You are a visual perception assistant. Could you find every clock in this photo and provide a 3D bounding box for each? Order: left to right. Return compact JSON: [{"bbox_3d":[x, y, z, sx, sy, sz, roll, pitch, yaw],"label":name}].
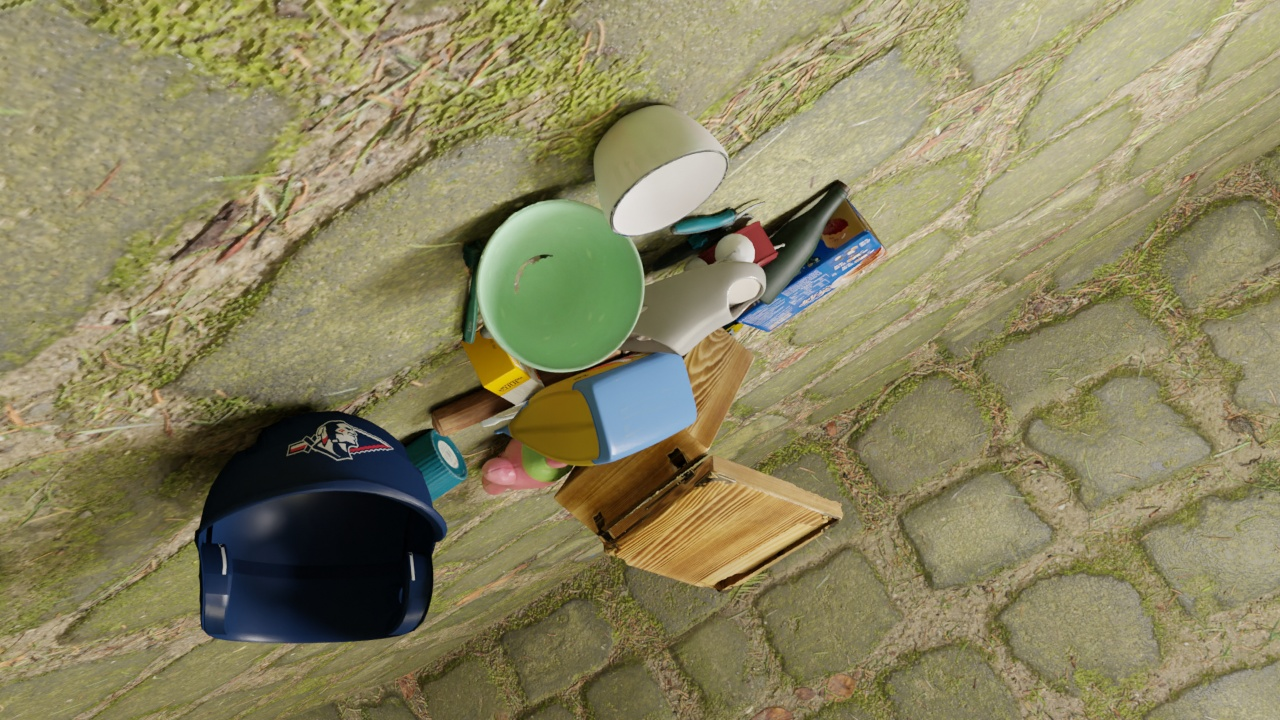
[{"bbox_3d":[0.105,-0.117,1.073,0.096,0.048,0.137,-31,179,38],"label":"clock"}]

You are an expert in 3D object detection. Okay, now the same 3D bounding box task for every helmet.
[{"bbox_3d":[-0.315,0.156,0.920,0.232,0.222,0.273,9,155,-27],"label":"helmet"}]

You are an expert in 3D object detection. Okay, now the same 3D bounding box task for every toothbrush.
[{"bbox_3d":[-0.165,-0.061,0.888,0.017,0.016,0.190,-25,163,-22],"label":"toothbrush"},{"bbox_3d":[-0.127,0.065,1.251,0.187,0.012,0.017,-13,180,5],"label":"toothbrush"}]

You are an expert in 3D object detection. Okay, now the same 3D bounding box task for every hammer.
[{"bbox_3d":[-0.124,0.020,1.165,0.300,0.037,0.158,-25,163,-16],"label":"hammer"}]

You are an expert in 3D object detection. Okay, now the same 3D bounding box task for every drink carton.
[{"bbox_3d":[-0.152,0.007,1.039,0.040,0.058,0.122,-30,164,3],"label":"drink carton"}]

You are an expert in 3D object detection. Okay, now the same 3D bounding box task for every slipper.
[{"bbox_3d":[0.019,-0.035,1.038,0.266,0.080,0.113,-14,159,19],"label":"slipper"}]

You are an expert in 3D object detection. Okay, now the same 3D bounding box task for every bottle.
[{"bbox_3d":[0.196,-0.151,1.143,0.174,0.055,0.055,-50,159,13],"label":"bottle"}]

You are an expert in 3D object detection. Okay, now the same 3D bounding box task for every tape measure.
[{"bbox_3d":[0.127,-0.052,1.377,0.062,0.034,0.061,-32,166,10],"label":"tape measure"}]

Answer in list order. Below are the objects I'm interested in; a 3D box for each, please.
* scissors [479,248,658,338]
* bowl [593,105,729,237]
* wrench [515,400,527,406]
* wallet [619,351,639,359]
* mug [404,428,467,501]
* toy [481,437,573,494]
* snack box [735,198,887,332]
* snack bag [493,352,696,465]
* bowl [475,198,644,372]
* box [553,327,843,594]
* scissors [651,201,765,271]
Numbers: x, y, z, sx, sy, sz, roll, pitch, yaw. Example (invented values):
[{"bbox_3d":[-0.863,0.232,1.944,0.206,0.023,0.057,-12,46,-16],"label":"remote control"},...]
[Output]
[{"bbox_3d":[-0.066,-0.090,0.966,0.224,0.016,0.217,-27,164,-23],"label":"scissors"},{"bbox_3d":[0.011,-0.166,0.782,0.116,0.065,0.116,-27,164,-9],"label":"bowl"},{"bbox_3d":[-0.102,0.048,1.327,0.272,0.018,0.087,-7,154,-50],"label":"wrench"},{"bbox_3d":[-0.007,0.007,1.227,0.115,0.018,0.092,-23,163,-16],"label":"wallet"},{"bbox_3d":[-0.291,0.144,1.208,0.107,0.083,0.113,-35,-168,7],"label":"mug"},{"bbox_3d":[-0.166,0.149,1.395,0.237,0.097,0.191,-29,-179,37],"label":"toy"},{"bbox_3d":[0.220,-0.126,1.246,0.203,0.069,0.155,-34,163,19],"label":"snack box"},{"bbox_3d":[-0.060,0.059,1.111,0.158,0.102,0.206,-21,-172,-43],"label":"snack bag"},{"bbox_3d":[-0.078,-0.067,0.831,0.150,0.151,0.077,-25,-169,-14],"label":"bowl"},{"bbox_3d":[0.091,0.184,1.325,0.280,0.323,0.283,-43,-173,40],"label":"box"},{"bbox_3d":[0.072,-0.146,1.031,0.154,0.019,0.124,-34,165,7],"label":"scissors"}]
